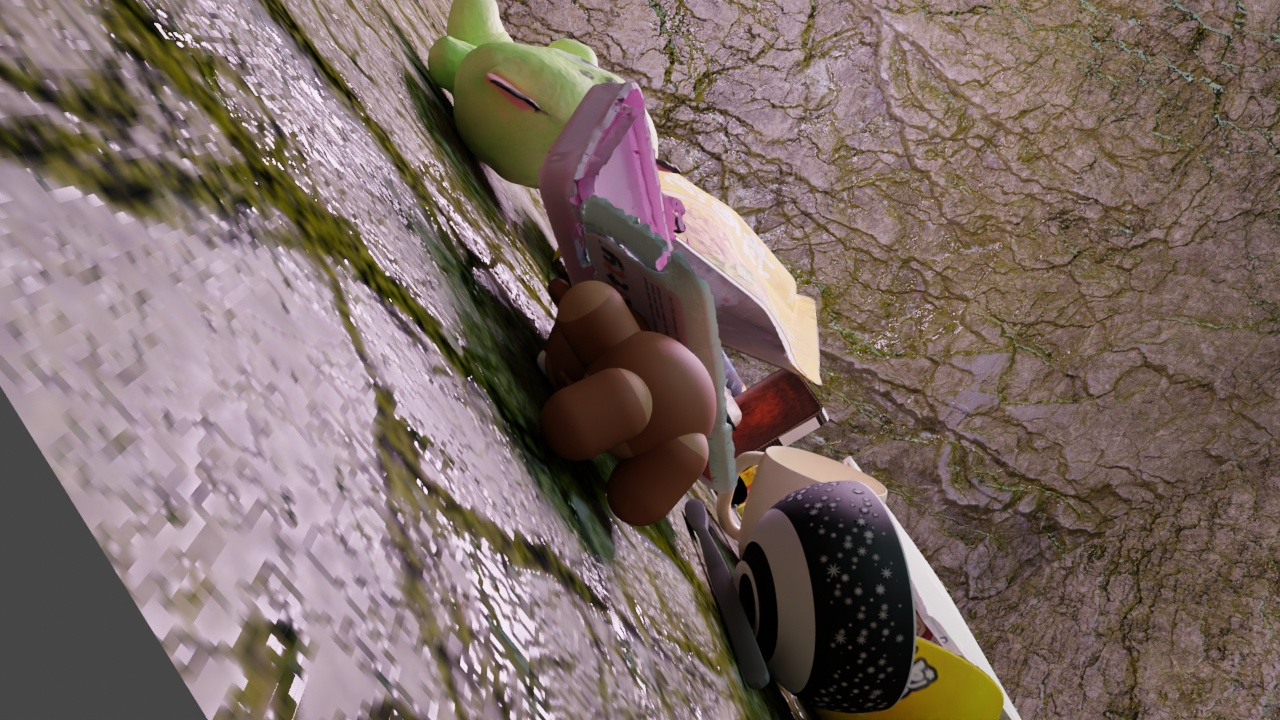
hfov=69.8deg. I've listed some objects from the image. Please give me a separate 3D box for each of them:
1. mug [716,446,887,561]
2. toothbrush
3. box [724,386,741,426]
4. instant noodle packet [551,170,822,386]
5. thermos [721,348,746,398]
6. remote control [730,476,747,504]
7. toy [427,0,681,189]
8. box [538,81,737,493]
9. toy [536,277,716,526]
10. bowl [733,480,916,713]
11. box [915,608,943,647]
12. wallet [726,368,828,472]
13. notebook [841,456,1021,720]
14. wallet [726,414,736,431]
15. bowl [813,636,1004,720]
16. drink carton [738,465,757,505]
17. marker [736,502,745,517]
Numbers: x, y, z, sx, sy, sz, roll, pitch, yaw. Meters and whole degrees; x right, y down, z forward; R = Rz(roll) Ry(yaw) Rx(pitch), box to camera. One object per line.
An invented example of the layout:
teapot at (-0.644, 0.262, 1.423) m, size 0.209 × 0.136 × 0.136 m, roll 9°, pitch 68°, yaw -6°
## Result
mug at (0.112, 0.124, 0.690) m, size 0.120 × 0.100 × 0.096 m, roll 21°, pitch 9°, yaw 20°
toothbrush at (0.043, 0.117, 0.488) m, size 0.167 × 0.013 × 0.013 m, roll -110°, pitch 176°, yaw -70°
box at (0.016, -0.007, 0.800) m, size 0.041 × 0.083 × 0.187 m, roll -24°, pitch 82°, yaw -53°
instant noodle packet at (0.055, -0.076, 0.736) m, size 0.221 × 0.084 × 0.162 m, roll 32°, pitch 25°, yaw -9°
thermos at (0.046, 0.010, 0.962) m, size 0.233 × 0.092 × 0.076 m, roll 55°, pitch 34°, yaw -35°
remote control at (0.088, 0.123, 0.916) m, size 0.041 × 0.020 × 0.152 m, roll 58°, pitch 5°, yaw 14°
toy at (-0.071, -0.171, 0.625) m, size 0.150 × 0.107 × 0.196 m, roll 18°, pitch 32°, yaw -28°
box at (-0.001, -0.024, 0.462) m, size 0.202 × 0.077 × 0.146 m, roll 75°, pitch 4°, yaw -55°
toy at (-0.016, 0.007, 0.376) m, size 0.095 × 0.065 × 0.127 m, roll 59°, pitch -7°, yaw -29°
bowl at (0.087, 0.126, 0.487) m, size 0.120 × 0.066 × 0.120 m, roll 177°, pitch -89°, yaw -79°
box at (0.185, 0.207, 0.805) m, size 0.205 × 0.117 × 0.051 m, roll 63°, pitch 2°, yaw 33°
wallet at (0.102, 0.058, 0.835) m, size 0.019 × 0.123 × 0.072 m, roll 54°, pitch 6°, yaw -42°
notebook at (0.233, 0.191, 0.710) m, size 0.182 × 0.010 × 0.252 m, roll 51°, pitch 11°, yaw -13°
wallet at (0.023, 0.005, 0.627) m, size 0.089 × 0.026 × 0.115 m, roll 61°, pitch 7°, yaw 26°
bowl at (0.158, 0.220, 0.571) m, size 0.117 × 0.067 × 0.117 m, roll 22°, pitch -28°, yaw 12°
drink carton at (0.148, 0.172, 1.000) m, size 0.043 × 0.058 × 0.134 m, roll 53°, pitch 6°, yaw -49°
marker at (0.137, 0.200, 0.932) m, size 0.021 × 0.017 × 0.124 m, roll -33°, pitch -93°, yaw 50°
